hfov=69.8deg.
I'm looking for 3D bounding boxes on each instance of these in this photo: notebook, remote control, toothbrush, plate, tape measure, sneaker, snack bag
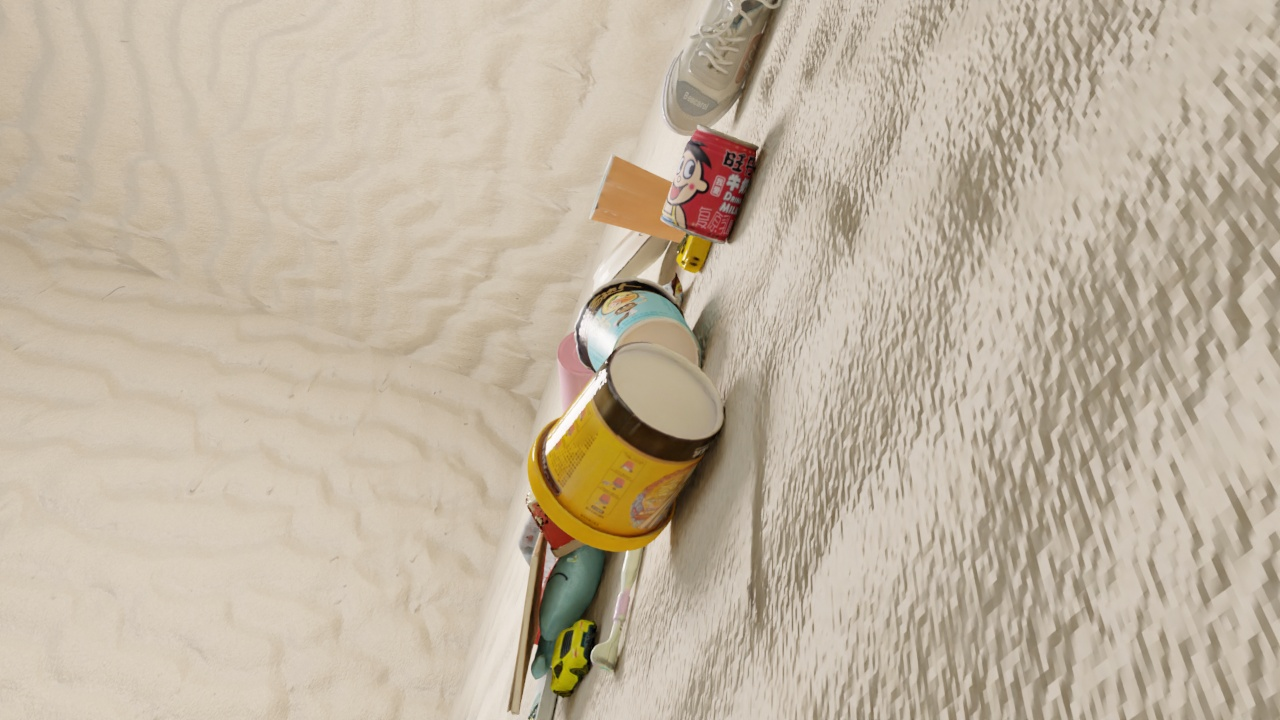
[{"bbox_3d":[-0.110,0.244,0.937,0.211,0.012,0.149,-120,38,-86],"label":"notebook"},{"bbox_3d":[-0.108,0.386,0.942,0.056,0.019,0.134,116,169,-47],"label":"remote control"},{"bbox_3d":[-0.009,0.163,0.766,0.020,0.029,0.189,-9,51,33],"label":"toothbrush"},{"bbox_3d":[-0.013,-0.135,1.204,0.164,0.034,0.164,-45,-3,-23],"label":"plate"},{"bbox_3d":[0.055,-0.120,0.957,0.060,0.029,0.057,-101,31,-75],"label":"tape measure"},{"bbox_3d":[0.102,-0.366,1.033,0.242,0.089,0.091,-65,12,4],"label":"sneaker"},{"bbox_3d":[0.029,-0.066,1.021,0.104,0.026,0.048,146,136,-77],"label":"snack bag"}]

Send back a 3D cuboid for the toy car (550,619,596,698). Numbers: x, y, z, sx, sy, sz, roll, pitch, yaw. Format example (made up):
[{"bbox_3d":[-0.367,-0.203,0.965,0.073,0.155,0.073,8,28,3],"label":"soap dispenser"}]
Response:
[{"bbox_3d":[-0.068,0.279,0.862,0.105,0.032,0.048,114,170,-48],"label":"toy car"}]

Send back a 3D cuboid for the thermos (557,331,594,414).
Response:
[{"bbox_3d":[-0.068,0.054,1.115,0.199,0.067,0.087,94,-163,-54],"label":"thermos"}]

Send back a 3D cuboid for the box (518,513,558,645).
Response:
[{"bbox_3d":[-0.109,0.250,1.121,0.202,0.065,0.159,117,148,-52],"label":"box"}]

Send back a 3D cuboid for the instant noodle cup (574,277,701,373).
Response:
[{"bbox_3d":[0.003,-0.013,0.822,0.120,0.111,0.111,-132,61,-73],"label":"instant noodle cup"}]

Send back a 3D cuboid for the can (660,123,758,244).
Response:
[{"bbox_3d":[0.064,-0.162,0.841,0.066,0.066,0.094,-96,26,-73],"label":"can"}]

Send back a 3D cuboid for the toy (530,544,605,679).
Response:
[{"bbox_3d":[-0.074,0.239,0.923,0.156,0.050,0.161,103,-170,-65],"label":"toy"}]

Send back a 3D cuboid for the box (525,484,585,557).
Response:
[{"bbox_3d":[-0.071,0.126,0.940,0.091,0.077,0.168,-28,9,0],"label":"box"}]

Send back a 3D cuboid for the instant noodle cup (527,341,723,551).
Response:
[{"bbox_3d":[-0.007,0.058,0.666,0.115,0.118,0.118,-57,14,35],"label":"instant noodle cup"}]

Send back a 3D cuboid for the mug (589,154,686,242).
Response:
[{"bbox_3d":[0.011,-0.179,1.055,0.078,0.122,0.078,-163,92,-82],"label":"mug"}]
